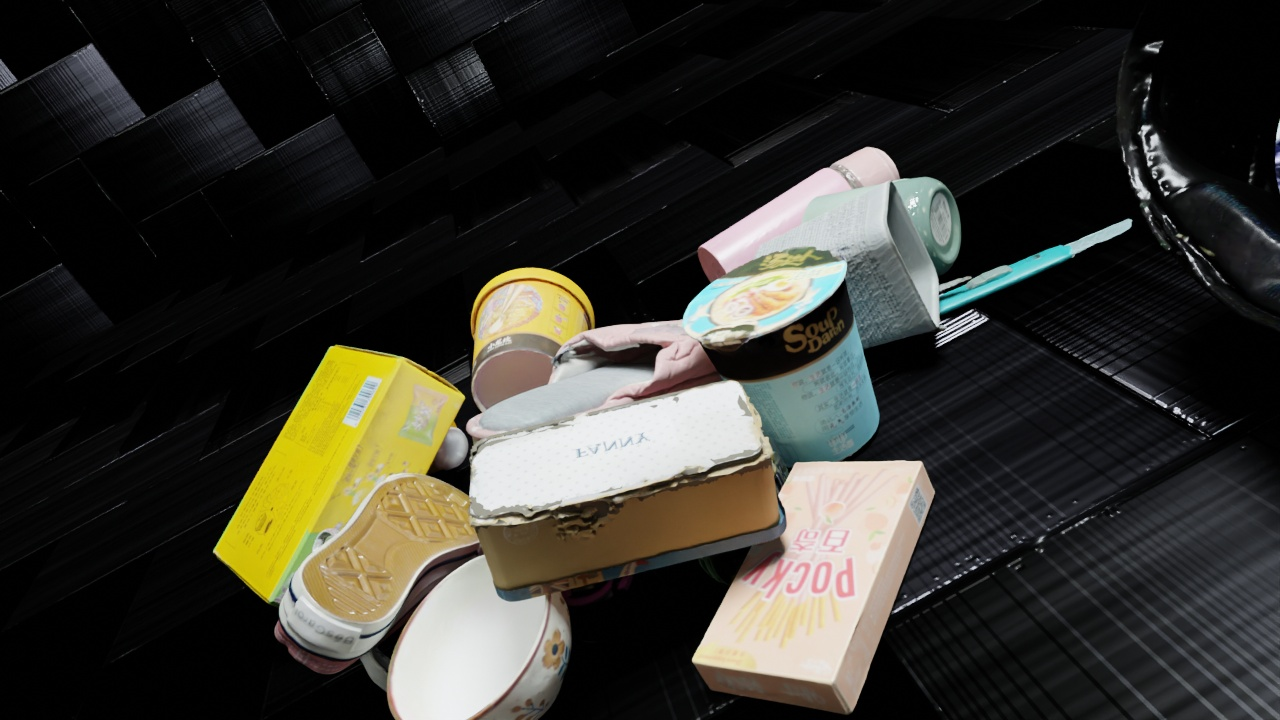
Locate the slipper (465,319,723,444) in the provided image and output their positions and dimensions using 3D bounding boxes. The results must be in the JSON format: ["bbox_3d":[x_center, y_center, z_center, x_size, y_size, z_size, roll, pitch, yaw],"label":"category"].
[{"bbox_3d":[-0.004,0.004,0.665,0.273,0.054,0.114,-21,19,-35],"label":"slipper"}]

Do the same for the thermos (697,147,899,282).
[{"bbox_3d":[0.151,-0.129,0.876,0.198,0.067,0.087,-34,-4,-10],"label":"thermos"}]

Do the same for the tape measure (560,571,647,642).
[{"bbox_3d":[-0.026,0.143,0.569,0.057,0.039,0.057,-21,27,15],"label":"tape measure"}]

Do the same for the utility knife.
[{"bbox_3d":[0.268,-0.062,0.681,0.196,0.013,0.029,-24,23,11],"label":"utility knife"}]

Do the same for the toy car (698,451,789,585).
[{"bbox_3d":[0.063,0.096,0.565,0.036,0.043,0.091,0,36,39],"label":"toy car"}]

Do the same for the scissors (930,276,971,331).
[{"bbox_3d":[0.164,-0.028,0.710,0.159,0.014,0.181,-36,20,-7],"label":"scissors"}]

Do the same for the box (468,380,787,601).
[{"bbox_3d":[-0.003,0.070,0.522,0.184,0.064,0.089,-11,30,0],"label":"box"}]

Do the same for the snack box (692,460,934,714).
[{"bbox_3d":[0.099,0.116,0.507,0.085,0.026,0.156,-6,33,39],"label":"snack box"}]

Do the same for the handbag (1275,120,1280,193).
[{"bbox_3d":[0.442,-0.162,0.620,0.134,0.075,0.193,4,40,49],"label":"handbag"}]

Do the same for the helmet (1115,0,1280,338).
[{"bbox_3d":[0.386,-0.099,0.373,0.240,0.248,0.315,1,26,-4],"label":"helmet"}]

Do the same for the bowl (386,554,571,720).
[{"bbox_3d":[-0.084,0.174,0.533,0.114,0.062,0.113,-24,37,19],"label":"bowl"}]

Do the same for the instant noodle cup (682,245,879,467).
[{"bbox_3d":[0.100,0.004,0.606,0.111,0.120,0.111,-22,25,11],"label":"instant noodle cup"}]

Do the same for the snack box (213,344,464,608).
[{"bbox_3d":[-0.253,0.096,0.766,0.158,0.070,0.209,7,68,51],"label":"snack box"}]

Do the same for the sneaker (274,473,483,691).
[{"bbox_3d":[-0.176,0.150,0.627,0.088,0.118,0.240,-56,-2,14],"label":"sneaker"}]

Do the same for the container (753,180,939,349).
[{"bbox_3d":[0.145,-0.058,0.667,0.114,0.090,0.090,-21,24,28],"label":"container"}]

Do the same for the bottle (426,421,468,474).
[{"bbox_3d":[-0.225,0.070,0.873,0.067,0.068,0.190,-43,29,-28],"label":"bottle"}]

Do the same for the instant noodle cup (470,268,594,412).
[{"bbox_3d":[-0.102,-0.006,0.846,0.119,0.118,0.114,-22,35,14],"label":"instant noodle cup"}]

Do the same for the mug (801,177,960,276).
[{"bbox_3d":[0.207,-0.104,0.760,0.107,0.082,0.111,-5,3,41],"label":"mug"}]
